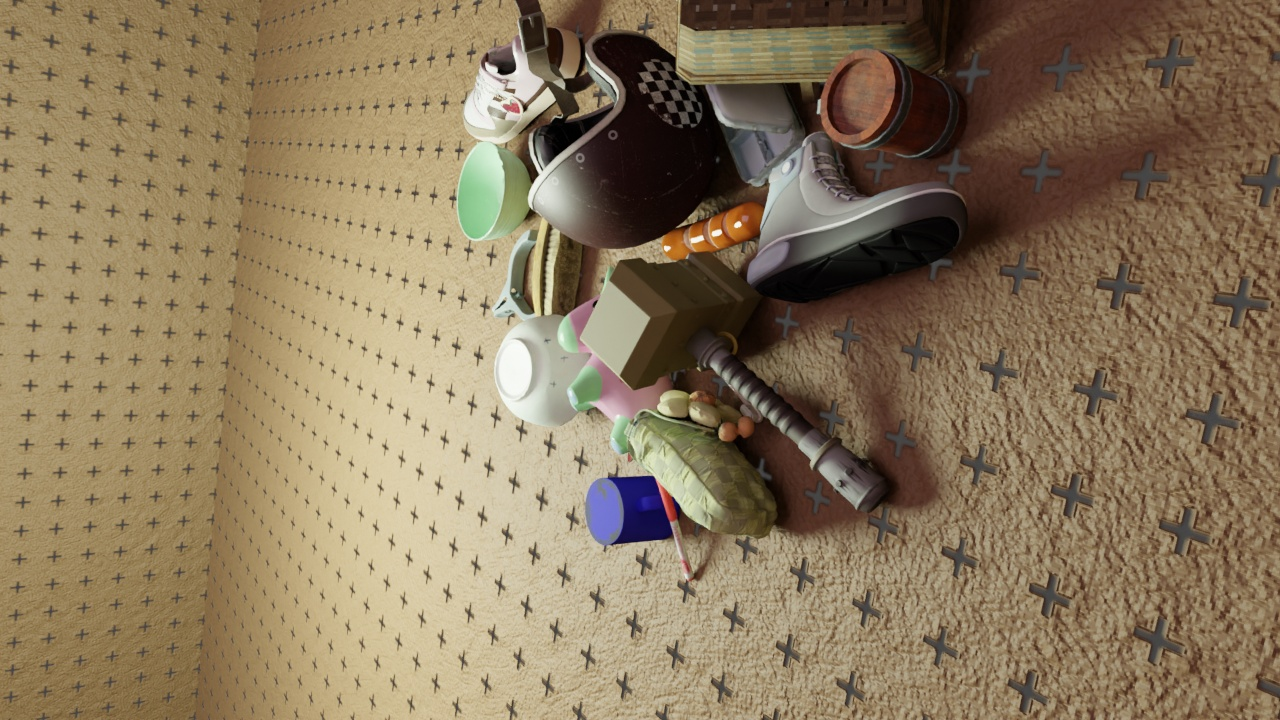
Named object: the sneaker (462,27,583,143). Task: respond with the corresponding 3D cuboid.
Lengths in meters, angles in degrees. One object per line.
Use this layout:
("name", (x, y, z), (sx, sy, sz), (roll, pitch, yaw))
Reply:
("sneaker", (-0.213, -0.410, 1.375), (0.295, 0.116, 0.111), (-11, 79, 52))

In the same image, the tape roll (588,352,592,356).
("tape roll", (-0.046, -0.005, 1.204), (0.094, 0.030, 0.093), (-5, 84, 52))

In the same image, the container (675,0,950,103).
("container", (0.158, -0.336, 0.857), (0.250, 0.186, 0.157), (4, 91, 15))

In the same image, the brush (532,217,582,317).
("brush", (-0.114, -0.138, 1.278), (0.043, 0.059, 0.195), (11, 96, 42))

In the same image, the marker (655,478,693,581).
("marker", (0.040, 0.192, 1.049), (0.013, 0.012, 0.142), (12, 123, 52))

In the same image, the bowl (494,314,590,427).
("bowl", (-0.142, 0.013, 1.226), (0.154, 0.072, 0.153), (-2, 87, 44))

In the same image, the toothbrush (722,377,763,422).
("toothbrush", (0.085, 0.008, 1.045), (0.016, 0.018, 0.181), (-59, 45, 27))

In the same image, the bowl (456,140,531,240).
("bowl", (-0.214, -0.253, 1.399), (0.151, 0.076, 0.151), (-4, 85, 52))

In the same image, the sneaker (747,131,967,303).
("sneaker", (0.193, -0.153, 0.845), (0.257, 0.093, 0.160), (-22, 60, 61))

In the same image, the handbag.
("handbag", (0.077, 0.101, 0.979), (0.186, 0.113, 0.117), (46, 121, 40))

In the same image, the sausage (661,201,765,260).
("sausage", (0.084, -0.144, 1.031), (0.165, 0.044, 0.039), (-10, 91, 55))

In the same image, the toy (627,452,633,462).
("toy", (-0.001, 0.070, 1.142), (0.049, 0.030, 0.111), (-13, 74, 23))

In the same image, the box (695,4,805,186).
("box", (0.093, -0.299, 1.000), (0.106, 0.129, 0.210), (-51, 44, 49))

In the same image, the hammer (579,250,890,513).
("hammer", (0.113, 0.029, 0.915), (0.325, 0.189, 0.101), (43, 123, 25))

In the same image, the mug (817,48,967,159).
("mug", (0.213, -0.220, 0.816), (0.118, 0.111, 0.081), (6, 93, 52))

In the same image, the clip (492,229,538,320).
("clip", (-0.172, -0.133, 1.380), (0.169, 0.031, 0.164), (4, 89, 51))

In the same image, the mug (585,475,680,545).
("mug", (-0.001, 0.175, 1.091), (0.111, 0.083, 0.079), (-23, 69, 49))

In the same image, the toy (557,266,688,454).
("toy", (-0.006, 0.007, 1.094), (0.222, 0.171, 0.120), (45, 170, 9))

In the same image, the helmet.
("helmet", (-0.035, -0.255, 1.029), (0.234, 0.233, 0.253), (-37, 75, 57))
